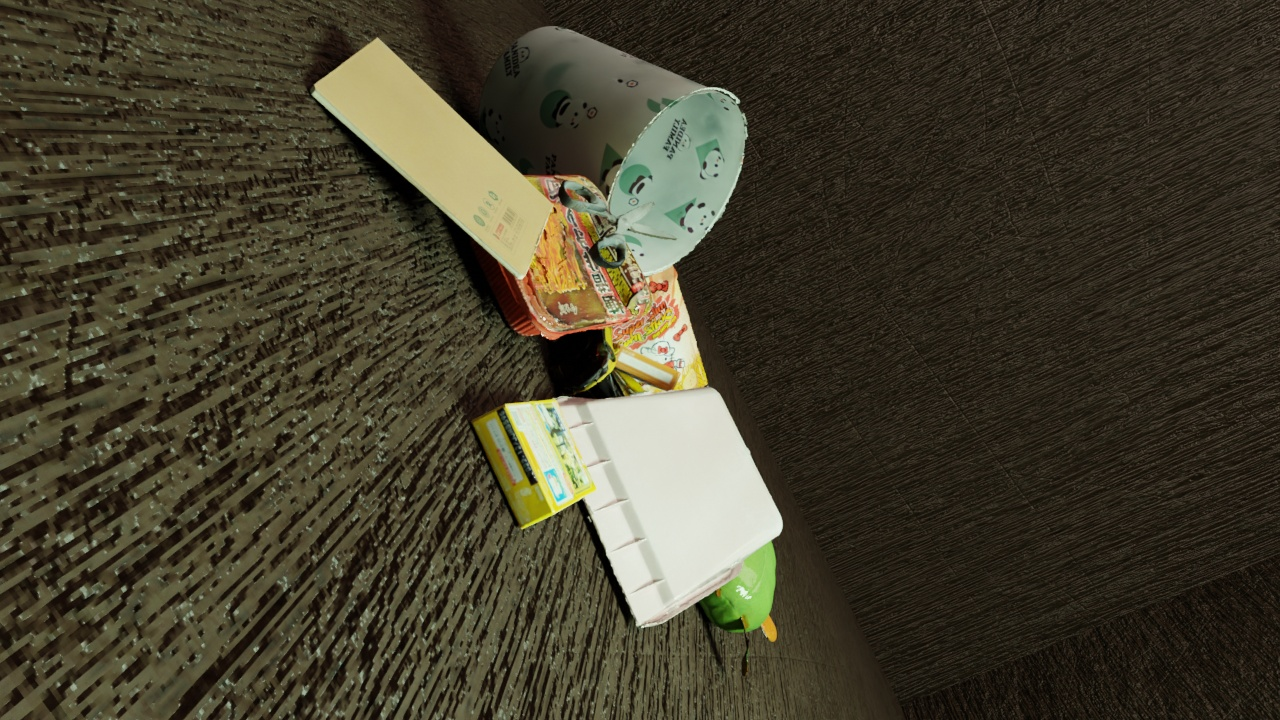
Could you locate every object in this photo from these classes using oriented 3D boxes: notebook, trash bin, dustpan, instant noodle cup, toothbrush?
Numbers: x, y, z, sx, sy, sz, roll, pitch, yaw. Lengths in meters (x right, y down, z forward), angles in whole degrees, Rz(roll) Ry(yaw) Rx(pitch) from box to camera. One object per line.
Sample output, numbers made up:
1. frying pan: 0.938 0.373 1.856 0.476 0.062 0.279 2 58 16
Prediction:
1. notebook: -0.159 -0.169 0.755 0.207 0.008 0.147 42 27 -20
2. trash bin: -0.043 -0.259 1.084 0.252 0.229 0.229 37 -5 28
3. dustpan: 0.022 0.142 0.927 0.272 0.139 0.222 -11 70 -35
4. instant noodle cup: -0.086 -0.095 0.882 0.188 0.079 0.164 -14 77 -54
5. toothbrush: -0.003 0.037 1.111 0.191 0.016 0.018 43 -9 19

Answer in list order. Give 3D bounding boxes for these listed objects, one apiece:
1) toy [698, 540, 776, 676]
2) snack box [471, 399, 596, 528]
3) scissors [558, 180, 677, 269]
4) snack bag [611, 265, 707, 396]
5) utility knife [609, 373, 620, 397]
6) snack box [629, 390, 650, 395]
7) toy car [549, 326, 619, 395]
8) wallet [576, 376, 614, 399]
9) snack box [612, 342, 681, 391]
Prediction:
1. toy: 0.112 0.247 1.093 0.227 0.090 0.246 64 19 -14
2. snack box: -0.079 0.076 0.716 0.087 0.034 0.140 64 11 5
3. scissors: -0.019 -0.138 0.919 0.174 0.014 0.159 34 39 -31
4. snack bag: 0.012 -0.018 1.172 0.073 0.128 0.208 -116 -177 -50
5. utility knife: -0.017 0.065 1.026 0.205 0.013 0.029 73 3 -62
6. snack box: 0.016 0.120 1.031 0.085 0.027 0.156 79 -1 -52
7. toy car: -0.060 -0.016 0.958 0.041 0.071 0.155 53 16 -34
8. wallet: -0.054 0.029 1.036 0.096 0.020 0.122 59 8 -25
9. snack box: -0.006 0.006 1.031 0.075 0.026 0.154 26 -2 -9
